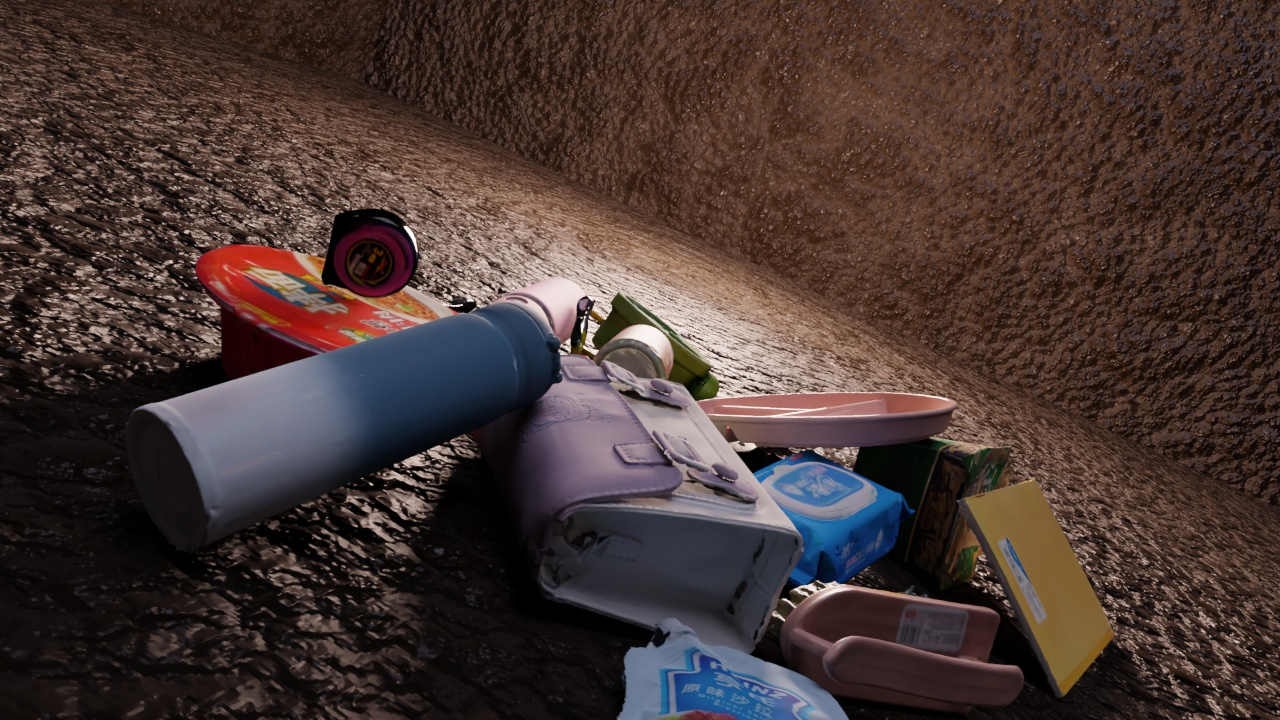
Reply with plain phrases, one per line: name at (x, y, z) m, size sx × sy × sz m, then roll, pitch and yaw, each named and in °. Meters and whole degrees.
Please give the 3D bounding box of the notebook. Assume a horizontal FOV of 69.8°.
notebook at (0.314, 0.165, 0.714) m, size 0.206 × 0.010 × 0.145 m, roll 3°, pitch 60°, yaw -54°

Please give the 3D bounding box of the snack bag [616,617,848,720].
snack bag at (0.032, 0.162, 0.372) m, size 0.110 × 0.039 × 0.190 m, roll 15°, pitch 10°, yaw 13°

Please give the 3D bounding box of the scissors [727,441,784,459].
scissors at (0.105, 0.081, 0.850) m, size 0.222 × 0.015 × 0.189 m, roll 22°, pitch 14°, yaw -7°

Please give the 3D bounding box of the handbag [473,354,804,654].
handbag at (-0.012, 0.070, 0.542) m, size 0.144 × 0.098 × 0.197 m, roll 12°, pitch 16°, yaw -21°

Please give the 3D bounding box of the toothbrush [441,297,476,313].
toothbrush at (-0.198, -0.046, 0.838) m, size 0.018 × 0.014 × 0.189 m, roll 16°, pitch 12°, yaw 14°

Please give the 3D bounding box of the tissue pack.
tissue pack at (0.119, 0.106, 0.633) m, size 0.095 × 0.052 × 0.156 m, roll 24°, pitch 24°, yaw 36°

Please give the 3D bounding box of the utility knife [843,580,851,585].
utility knife at (0.128, 0.145, 0.639) m, size 0.033 × 0.015 × 0.154 m, roll 14°, pitch 16°, yaw -23°

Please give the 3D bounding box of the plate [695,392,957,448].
plate at (0.144, 0.048, 0.768) m, size 0.229 × 0.028 × 0.229 m, roll -2°, pitch 1°, yaw 0°

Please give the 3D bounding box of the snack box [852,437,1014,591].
snack box at (0.236, 0.113, 0.771) m, size 0.106 × 0.118 × 0.117 m, roll 18°, pitch 8°, yaw 36°

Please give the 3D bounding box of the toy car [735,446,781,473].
toy car at (0.067, 0.089, 0.717) m, size 0.106 × 0.031 × 0.049 m, roll 4°, pitch 18°, yaw -16°

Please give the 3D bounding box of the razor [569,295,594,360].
razor at (-0.053, -0.022, 0.826) m, size 0.142 × 0.043 × 0.022 m, roll -90°, pitch 155°, yaw -55°

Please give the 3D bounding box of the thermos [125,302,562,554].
thermos at (-0.129, 0.021, 0.454) m, size 0.070 × 0.070 × 0.219 m, roll 31°, pitch 32°, yaw 27°

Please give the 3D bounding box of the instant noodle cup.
instant noodle cup at (-0.190, -0.007, 0.590) m, size 0.194 × 0.066 × 0.193 m, roll 21°, pitch 14°, yaw -6°

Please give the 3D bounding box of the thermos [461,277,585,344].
thermos at (-0.109, -0.037, 0.851) m, size 0.087 × 0.067 × 0.198 m, roll 11°, pitch 13°, yaw 8°

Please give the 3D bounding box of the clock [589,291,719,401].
clock at (0.020, -0.001, 0.897) m, size 0.161 × 0.056 × 0.116 m, roll 35°, pitch 8°, yaw -28°

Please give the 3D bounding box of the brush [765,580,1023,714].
brush at (0.138, 0.157, 0.500) m, size 0.145 × 0.063 × 0.073 m, roll 17°, pitch 2°, yaw -27°

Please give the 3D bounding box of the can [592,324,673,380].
can at (-0.004, 0.004, 0.742) m, size 0.058 × 0.058 × 0.147 m, roll 24°, pitch 8°, yaw 2°

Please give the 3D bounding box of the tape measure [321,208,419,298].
tape measure at (-0.174, -0.070, 0.596) m, size 0.057 × 0.057 × 0.039 m, roll 11°, pitch 16°, yaw -18°
